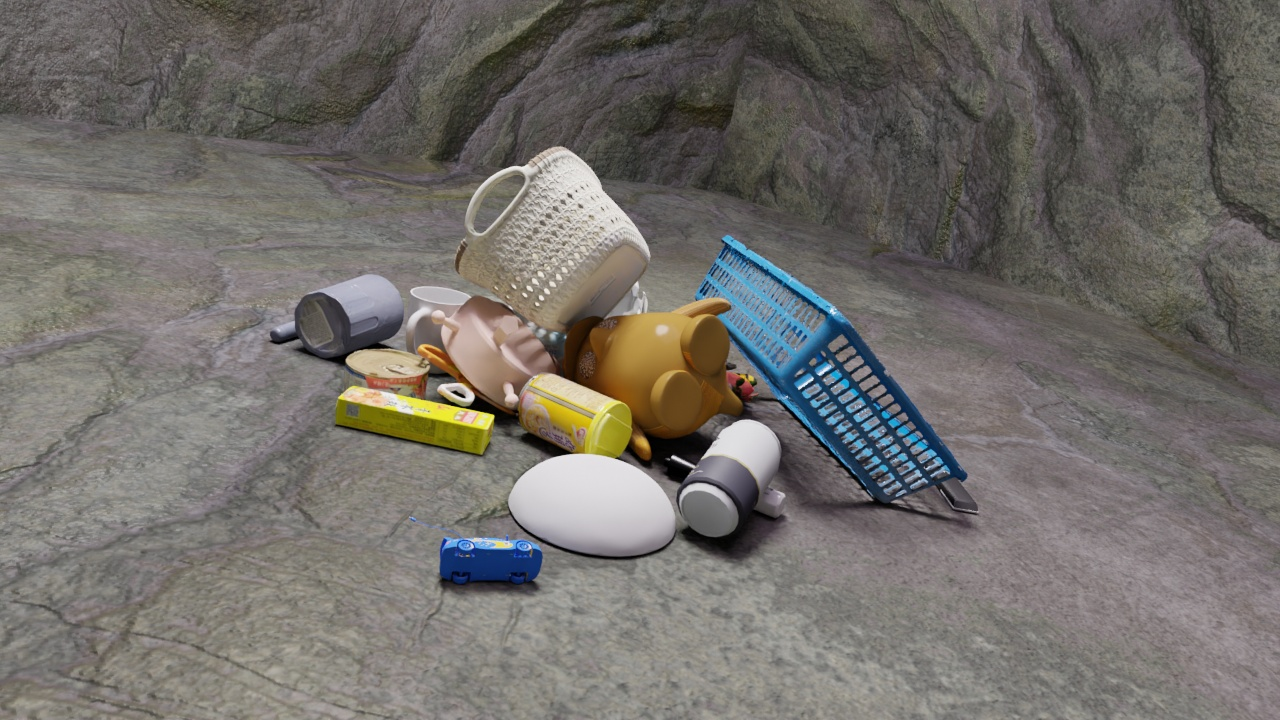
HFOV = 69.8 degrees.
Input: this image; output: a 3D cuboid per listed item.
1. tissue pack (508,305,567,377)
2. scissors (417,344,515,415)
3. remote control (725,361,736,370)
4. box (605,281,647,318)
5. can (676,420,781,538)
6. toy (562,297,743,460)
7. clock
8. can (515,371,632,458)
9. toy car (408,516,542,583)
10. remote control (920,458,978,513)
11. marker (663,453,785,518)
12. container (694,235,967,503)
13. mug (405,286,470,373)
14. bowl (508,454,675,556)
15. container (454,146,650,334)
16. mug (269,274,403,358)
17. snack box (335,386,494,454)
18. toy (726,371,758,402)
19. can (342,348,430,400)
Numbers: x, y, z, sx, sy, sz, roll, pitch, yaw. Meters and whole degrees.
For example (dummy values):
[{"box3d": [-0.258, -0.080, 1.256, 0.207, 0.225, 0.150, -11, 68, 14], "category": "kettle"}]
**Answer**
[{"box3d": [-0.092, -0.018, 1.162, 0.182, 0.070, 0.112, 10, 18, -6], "category": "tissue pack"}, {"box3d": [-0.185, 0.026, 0.975, 0.125, 0.011, 0.127, 35, 15, -15], "category": "scissors"}, {"box3d": [0.078, 0.002, 1.245, 0.033, 0.013, 0.137, 0, 4, -30], "category": "remote control"}, {"box3d": [-0.039, -0.059, 1.275, 0.126, 0.109, 0.136, 11, 20, -7], "category": "box"}, {"box3d": [0.085, 0.104, 0.839, 0.064, 0.064, 0.127, 18, 35, 21], "category": "can"}, {"box3d": [-0.006, 0.006, 1.014, 0.204, 0.198, 0.162, 9, -26, 45], "category": "toy"}, {"box3d": [-0.147, -0.016, 1.013, 0.131, 0.086, 0.160, 48, 7, 4], "category": "clock"}, {"box3d": [-0.067, 0.059, 0.931, 0.105, 0.068, 0.067, 21, 19, 31], "category": "can"}, {"box3d": [-0.125, 0.136, 0.691, 0.092, 0.033, 0.062, 5, 25, -21], "category": "toy car"}, {"box3d": [0.349, 0.139, 1.039, 0.028, 0.012, 0.124, 10, 17, -3], "category": "remote control"}, {"box3d": [0.080, 0.120, 0.900, 0.126, 0.025, 0.025, 19, 18, 24], "category": "marker"}, {"box3d": [0.192, 0.008, 1.056, 0.257, 0.089, 0.362, 47, 3, -23], "category": "container"}, {"box3d": [-0.244, -0.029, 1.062, 0.071, 0.089, 0.107, 15, 17, 11], "category": "mug"}, {"box3d": [-0.038, 0.116, 0.805, 0.149, 0.043, 0.149, 10, 17, -3], "category": "bowl"}, {"box3d": [-0.091, -0.124, 1.040, 0.143, 0.185, 0.246, 43, 7, 9], "category": "container"}, {"box3d": [-0.362, -0.050, 1.093, 0.124, 0.084, 0.103, -8, 12, 21], "category": "mug"}, {"box3d": [-0.220, 0.058, 0.898, 0.148, 0.029, 0.040, 12, 17, 0], "category": "snack box"}, {"box3d": [0.112, 0.034, 1.170, 0.084, 0.046, 0.103, -7, 1, 17], "category": "toy"}, {"box3d": [-0.267, 0.020, 0.966, 0.086, 0.043, 0.086, 10, 17, -3], "category": "can"}]
